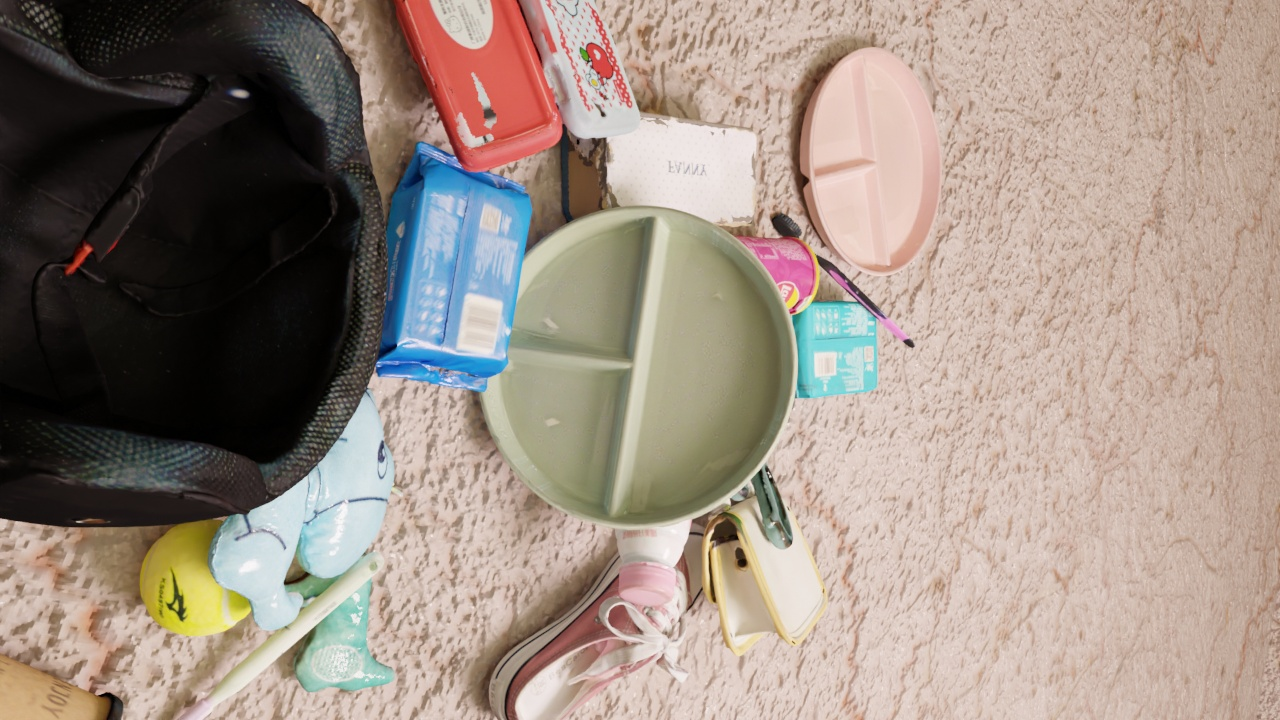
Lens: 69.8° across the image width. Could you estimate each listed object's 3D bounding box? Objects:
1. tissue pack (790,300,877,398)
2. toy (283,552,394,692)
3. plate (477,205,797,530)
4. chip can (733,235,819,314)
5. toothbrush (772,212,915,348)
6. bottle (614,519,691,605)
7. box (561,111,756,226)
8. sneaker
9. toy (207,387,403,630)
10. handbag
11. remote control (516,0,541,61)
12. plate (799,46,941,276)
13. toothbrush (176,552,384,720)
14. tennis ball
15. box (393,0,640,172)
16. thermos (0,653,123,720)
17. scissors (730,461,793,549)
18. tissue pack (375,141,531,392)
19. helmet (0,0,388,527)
[{"bbox_3d":[0.182,-0.013,0.896,0.133,0.050,0.093,-3,93,-41],"label":"tissue pack"},{"bbox_3d":[-0.203,0.169,0.596,0.096,0.030,0.092,8,83,-33],"label":"toy"},{"bbox_3d":[-0.004,0.004,0.656,0.027,0.230,0.230,30,69,-80],"label":"plate"},{"bbox_3d":[0.056,-0.072,0.771,0.210,0.071,0.071,-4,96,-40],"label":"chip can"},{"bbox_3d":[0.198,-0.076,0.884,0.189,0.014,0.017,41,53,-8],"label":"toothbrush"},{"bbox_3d":[0.012,0.087,0.704,0.068,0.068,0.196,35,48,-37],"label":"bottle"},{"bbox_3d":[0.024,-0.151,0.745,0.184,0.063,0.090,-2,95,-43],"label":"box"},{"bbox_3d":[-0.006,0.212,0.726,0.240,0.088,0.118,-31,113,-38],"label":"sneaker"},{"bbox_3d":[-0.193,0.083,0.555,0.156,0.050,0.161,56,35,-64],"label":"toy"},{"bbox_3d":[0.092,0.154,0.799,0.163,0.063,0.178,2,67,-69],"label":"handbag"},{"bbox_3d":[-0.086,-0.240,0.665,0.136,0.024,0.053,-51,118,-25],"label":"remote control"},{"bbox_3d":[0.239,-0.202,0.946,0.229,0.028,0.229,-2,94,-40],"label":"plate"},{"bbox_3d":[-0.232,0.185,0.557,0.189,0.020,0.029,-42,113,-19],"label":"toothbrush"},{"bbox_3d":[-0.250,0.124,0.525,0.065,0.066,0.065,-4,96,-41],"label":"tennis ball"},{"bbox_3d":[-0.087,-0.237,0.615,0.159,0.064,0.201,-22,93,-28],"label":"box"},{"bbox_3d":[-0.332,0.181,0.450,0.143,0.093,0.092,48,63,-24],"label":"thermos"},{"bbox_3d":[0.079,0.070,0.765,0.172,0.019,0.176,33,35,-58],"label":"scissors"},{"bbox_3d":[-0.129,-0.060,0.624,0.094,0.052,0.157,12,85,-42],"label":"tissue pack"},{"bbox_3d":[-0.250,-0.044,0.406,0.274,0.231,0.233,29,60,-39],"label":"helmet"}]
